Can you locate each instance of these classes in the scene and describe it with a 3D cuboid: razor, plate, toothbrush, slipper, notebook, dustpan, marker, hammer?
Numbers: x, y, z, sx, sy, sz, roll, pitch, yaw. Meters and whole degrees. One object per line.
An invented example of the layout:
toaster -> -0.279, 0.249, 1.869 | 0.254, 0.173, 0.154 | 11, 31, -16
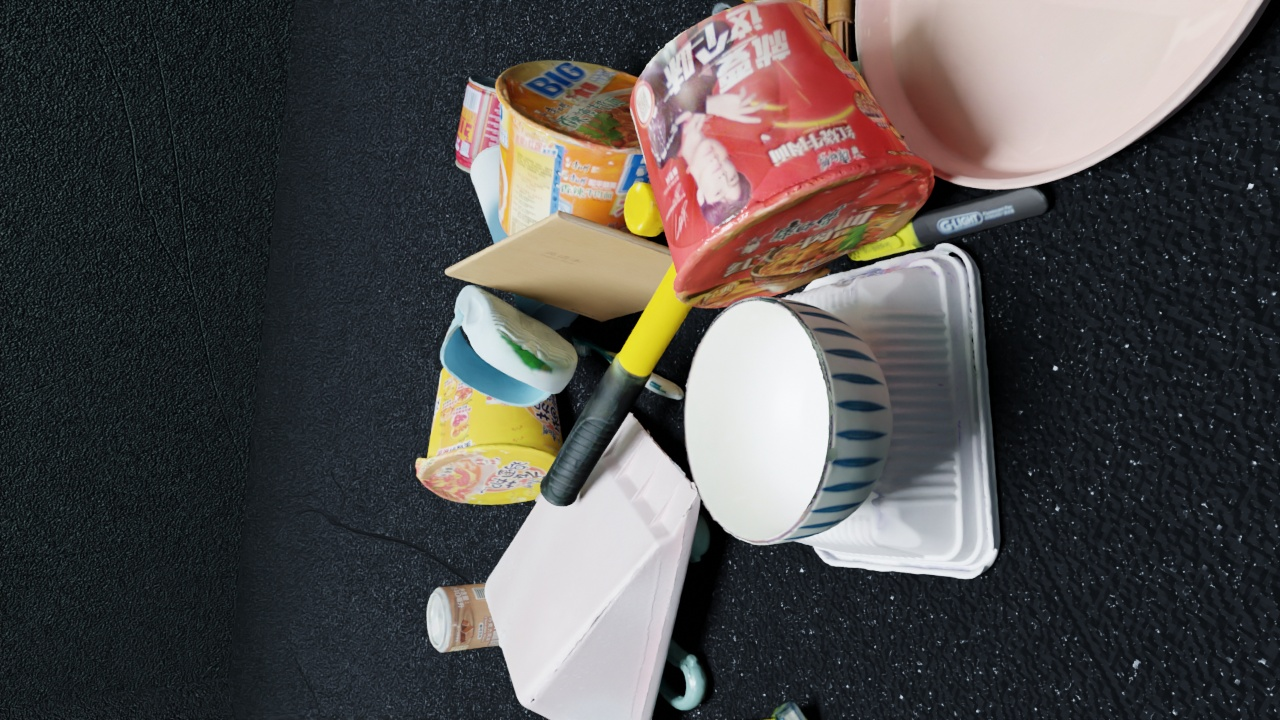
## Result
razor -> 0.069, 0.249, 0.602 | 0.043, 0.028, 0.133 | 53, 139, 2
plate -> 0.189, -0.193, 0.424 | 0.230, 0.028, 0.229 | -5, 84, 59
toothbrush -> -0.015, 0.006, 0.772 | 0.192, 0.016, 0.018 | 28, 122, 57
slipper -> -0.107, -0.003, 0.733 | 0.074, 0.104, 0.245 | -60, 15, 1
notebook -> -0.043, -0.065, 0.691 | 0.212, 0.149, 0.012 | -9, 69, 59
dustpan -> -0.019, 0.189, 0.744 | 0.273, 0.138, 0.222 | -53, 25, 6
marker -> 0.156, -0.070, 0.480 | 0.124, 0.015, 0.018 | -10, 117, 56
hammer -> -0.004, 0.004, 0.635 | 0.302, 0.128, 0.032 | -58, 41, 38

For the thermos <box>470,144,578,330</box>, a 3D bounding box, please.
thermos -> -0.111, -0.121, 0.894 | 0.070, 0.070, 0.220 | -60, 40, 39

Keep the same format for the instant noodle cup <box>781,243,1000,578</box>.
instant noodle cup -> 0.117, 0.029, 0.503 | 0.138, 0.060, 0.173 | -13, 76, 59

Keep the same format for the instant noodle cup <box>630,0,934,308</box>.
instant noodle cup -> 0.062, -0.105, 0.466 | 0.138, 0.137, 0.108 | -40, 66, 52

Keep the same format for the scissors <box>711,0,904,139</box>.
scissors -> 0.089, -0.142, 0.548 | 0.181, 0.014, 0.159 | 13, 129, 61

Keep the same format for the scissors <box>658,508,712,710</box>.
scissors -> 0.018, 0.167, 0.703 | 0.170, 0.019, 0.181 | 50, 132, 53

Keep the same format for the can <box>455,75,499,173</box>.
can -> -0.160, -0.248, 0.980 | 0.066, 0.066, 0.094 | 48, 129, 50

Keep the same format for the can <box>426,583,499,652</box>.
can -> -0.138, 0.239, 0.867 | 0.059, 0.116, 0.058 | -7, 82, 59

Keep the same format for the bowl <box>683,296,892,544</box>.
bowl -> 0.078, 0.029, 0.445 | 0.117, 0.066, 0.116 | -7, 82, 61

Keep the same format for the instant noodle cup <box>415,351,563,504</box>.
instant noodle cup -> -0.135, 0.061, 0.866 | 0.138, 0.138, 0.109 | -44, 44, 50

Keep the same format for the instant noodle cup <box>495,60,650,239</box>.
instant noodle cup -> -0.043, -0.149, 0.711 | 0.151, 0.151, 0.112 | -120, 35, -42

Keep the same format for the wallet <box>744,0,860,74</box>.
wallet -> 0.096, -0.212, 0.575 | 0.119, 0.035, 0.130 | 1, 91, 60
